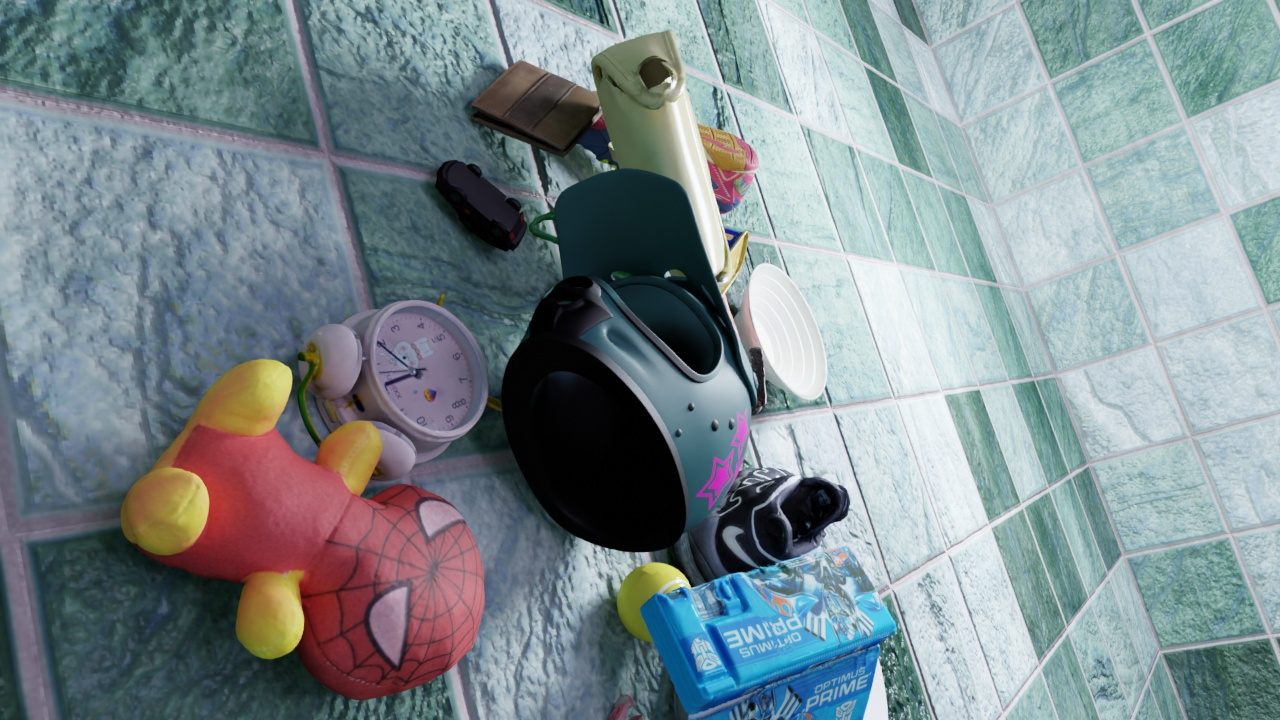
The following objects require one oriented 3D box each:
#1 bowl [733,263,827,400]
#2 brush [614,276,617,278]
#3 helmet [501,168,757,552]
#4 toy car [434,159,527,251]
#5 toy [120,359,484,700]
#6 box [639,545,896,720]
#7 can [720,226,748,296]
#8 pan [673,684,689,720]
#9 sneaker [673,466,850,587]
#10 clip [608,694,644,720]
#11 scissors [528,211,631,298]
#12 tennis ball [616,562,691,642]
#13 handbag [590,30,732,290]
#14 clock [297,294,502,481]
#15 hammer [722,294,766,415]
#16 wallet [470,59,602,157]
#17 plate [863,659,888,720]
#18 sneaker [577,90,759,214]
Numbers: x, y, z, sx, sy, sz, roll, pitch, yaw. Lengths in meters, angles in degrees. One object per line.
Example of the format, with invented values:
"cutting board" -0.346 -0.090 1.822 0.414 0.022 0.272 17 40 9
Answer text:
"bowl" 0.159 -0.027 1.123 0.176 0.058 0.176 32 47 -41
"brush" -0.023 -0.035 0.883 0.039 0.049 0.117 -5 74 -36
"helmet" -0.004 0.005 0.735 0.199 0.177 0.275 -61 144 -45
"toy car" -0.139 -0.132 0.790 0.091 0.036 0.042 40 43 -20
"toy" -0.181 0.109 0.530 0.216 0.099 0.147 47 49 -26
"box" 0.121 0.253 0.760 0.243 0.070 0.170 -2 80 -40
"can" 0.068 -0.103 0.951 0.099 0.059 0.054 -54 157 -48
"pan" 0.059 0.338 0.784 0.355 0.051 0.200 -15 83 -59
"sneaker" 0.150 0.149 0.920 0.251 0.151 0.097 -17 84 -57
"clip" -0.017 0.286 0.723 0.060 0.023 0.044 2 64 -56
"scissors" -0.051 -0.092 0.863 0.125 0.011 0.130 24 69 -5
"tennis ball" 0.013 0.204 0.773 0.065 0.065 0.065 32 47 -41
"handbag" 0.020 -0.175 0.841 0.190 0.088 0.233 -96 170 -70
"clock" -0.172 0.019 0.631 0.157 0.059 0.117 -31 96 -56
"hammer" 0.080 -0.102 1.046 0.140 0.036 0.325 71 2 -71
"wallet" -0.096 -0.244 0.883 0.098 0.027 0.120 24 41 2
"plate" 0.179 0.310 0.905 0.229 0.030 0.229 35 43 -42
"sneaker" 0.006 -0.213 0.984 0.241 0.091 0.116 14 39 -17
